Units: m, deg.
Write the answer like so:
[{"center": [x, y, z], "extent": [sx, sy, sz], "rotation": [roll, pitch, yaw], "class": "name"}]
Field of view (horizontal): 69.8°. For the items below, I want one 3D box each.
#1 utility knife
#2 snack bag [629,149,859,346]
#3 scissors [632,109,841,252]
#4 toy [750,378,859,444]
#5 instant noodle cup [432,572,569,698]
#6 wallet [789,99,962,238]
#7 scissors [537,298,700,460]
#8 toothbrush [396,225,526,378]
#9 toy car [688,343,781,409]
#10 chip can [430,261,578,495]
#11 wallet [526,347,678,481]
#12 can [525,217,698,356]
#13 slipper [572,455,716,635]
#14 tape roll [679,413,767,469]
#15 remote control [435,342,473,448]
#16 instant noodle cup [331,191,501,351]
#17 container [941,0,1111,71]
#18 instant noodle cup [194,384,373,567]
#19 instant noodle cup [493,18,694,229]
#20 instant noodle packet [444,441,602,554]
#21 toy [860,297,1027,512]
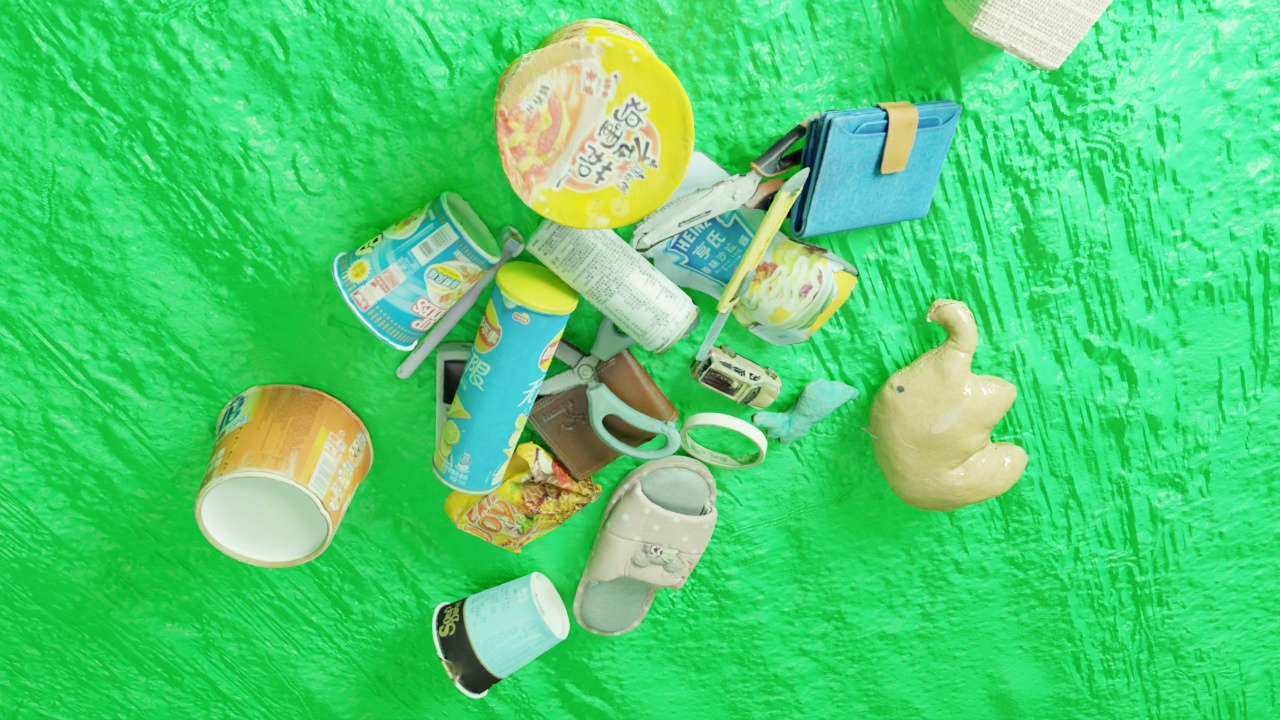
[{"center": [0.084, -0.070, 0.754], "extent": [0.030, 0.022, 0.220], "rotation": [-23, 156, -36], "class": "utility knife"}, {"center": [0.086, -0.088, 0.787], "extent": [0.191, 0.038, 0.111], "rotation": [30, 129, -21], "class": "snack bag"}, {"center": [0.084, -0.123, 0.706], "extent": [0.207, 0.015, 0.192], "rotation": [-50, 145, 5], "class": "scissors"}, {"center": [0.153, 0.050, 0.882], "extent": [0.096, 0.030, 0.092], "rotation": [13, 130, -39], "class": "toy"}, {"center": [-0.147, 0.293, 1.004], "extent": [0.120, 0.111, 0.111], "rotation": [-28, 122, 8], "class": "instant noodle cup"}, {"center": [0.184, -0.151, 0.720], "extent": [0.132, 0.040, 0.107], "rotation": [-12, 130, -26], "class": "wallet"}, {"center": [-0.005, 0.005, 0.828], "extent": [0.170, 0.019, 0.180], "rotation": [39, 109, -13], "class": "scissors"}, {"center": [-0.164, -0.045, 0.814], "extent": [0.190, 0.029, 0.021], "rotation": [-45, 153, 26], "class": "toothbrush"}, {"center": [0.091, 0.019, 0.862], "extent": [0.090, 0.035, 0.042], "rotation": [24, 122, -22], "class": "toy car"}, {"center": [-0.123, 0.020, 0.805], "extent": [0.071, 0.071, 0.211], "rotation": [17, 120, -14], "class": "chip can"}, {"center": [-0.039, 0.049, 0.877], "extent": [0.125, 0.032, 0.101], "rotation": [-32, 116, 14], "class": "wallet"}, {"center": [-0.023, -0.070, 0.761], "extent": [0.146, 0.058, 0.058], "rotation": [40, 115, -11], "class": "can"}, {"center": [0.000, 0.211, 0.978], "extent": [0.114, 0.054, 0.275], "rotation": [17, 123, -14], "class": "slipper"}, {"center": [0.079, 0.079, 0.892], "extent": [0.086, 0.013, 0.086], "rotation": [13, 149, 8], "class": "tape roll"}, {"center": [-0.166, 0.049, 0.877], "extent": [0.058, 0.021, 0.150], "rotation": [4, 125, -6], "class": "remote control"}, {"center": [-0.178, -0.079, 0.750], "extent": [0.110, 0.099, 0.099], "rotation": [-35, 120, 12], "class": "instant noodle cup"}, {"center": [0.279, -0.274, 0.635], "extent": [0.090, 0.089, 0.111], "rotation": [19, 124, -15], "class": "container"}, {"center": [-0.337, 0.113, 0.859], "extent": [0.151, 0.111, 0.152], "rotation": [-1, 125, -2], "class": "instant noodle cup"}, {"center": [-0.033, -0.181, 0.670], "extent": [0.138, 0.109, 0.138], "rotation": [-1, 125, -2], "class": "instant noodle cup"}, {"center": [-0.120, 0.143, 0.924], "extent": [0.129, 0.044, 0.110], "rotation": [-36, 130, 22], "class": "instant noodle packet"}, {"center": [0.283, 0.052, 0.872], "extent": [0.143, 0.082, 0.226], "rotation": [-20, 121, 5], "class": "toy"}]
